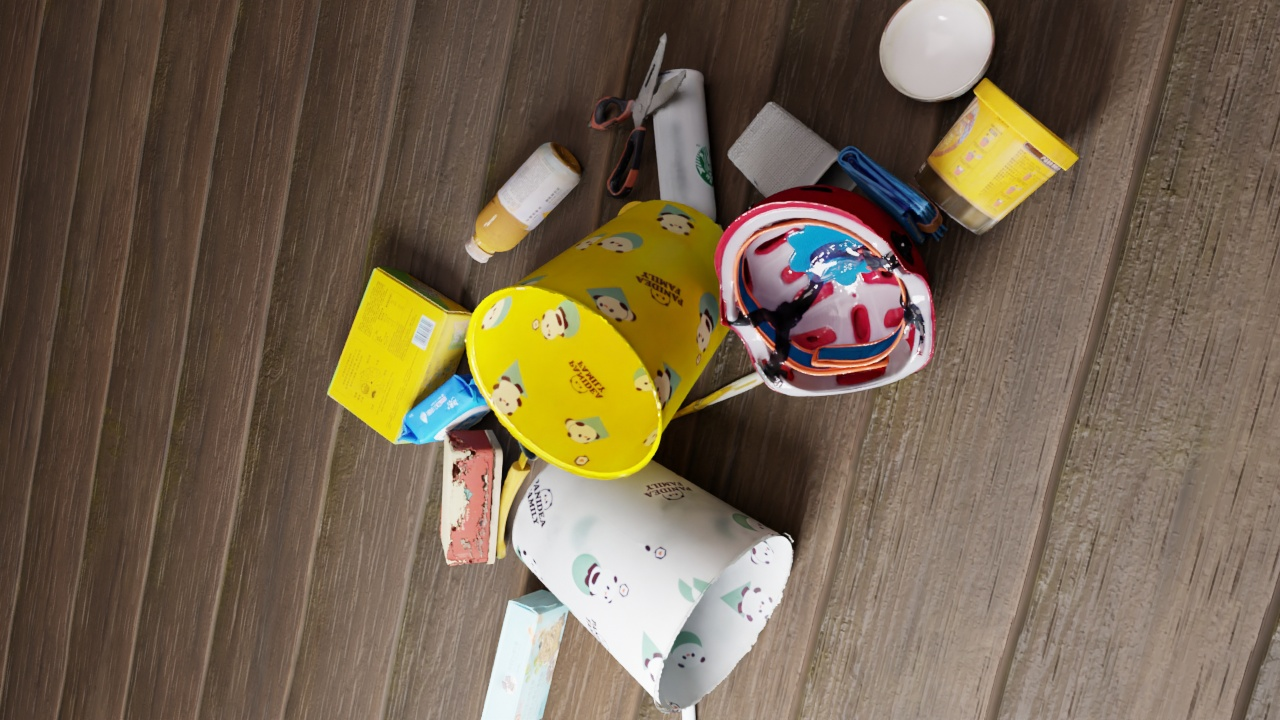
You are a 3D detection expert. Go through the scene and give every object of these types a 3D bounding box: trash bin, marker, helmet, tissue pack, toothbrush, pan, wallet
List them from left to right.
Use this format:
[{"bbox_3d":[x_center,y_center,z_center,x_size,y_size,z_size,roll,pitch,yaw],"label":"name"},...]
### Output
[{"bbox_3d":[-0.253,0.068,1.249,0.157,0.094,0.052,-36,77,24],"label":"tissue pack"},{"bbox_3d":[-0.152,0.099,1.175,0.197,0.078,0.358,-131,39,-58],"label":"pan"},{"bbox_3d":[-0.019,-0.039,0.995,0.230,0.254,0.230,20,132,23],"label":"trash bin"},{"bbox_3d":[0.005,0.225,1.039,0.252,0.229,0.230,32,104,32],"label":"trash bin"},{"bbox_3d":[0.056,0.413,1.114,0.023,0.018,0.130,-5,87,16],"label":"marker"},{"bbox_3d":[0.073,0.052,1.109,0.192,0.018,0.016,-26,78,26],"label":"toothbrush"},{"bbox_3d":[0.191,-0.089,0.950,0.207,0.143,0.240,-17,118,33],"label":"helmet"},{"bbox_3d":[0.261,-0.168,0.942,0.106,0.133,0.040,45,105,23],"label":"wallet"}]

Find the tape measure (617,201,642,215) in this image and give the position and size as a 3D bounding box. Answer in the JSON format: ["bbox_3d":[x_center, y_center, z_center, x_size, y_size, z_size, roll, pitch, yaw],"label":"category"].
[{"bbox_3d":[-0.001,-0.170,1.148,0.060,0.028,0.057,-34,74,25],"label":"tape measure"}]

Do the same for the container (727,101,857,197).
[{"bbox_3d":[0.169,-0.218,1.022,0.090,0.090,0.114,-49,64,19],"label":"container"}]

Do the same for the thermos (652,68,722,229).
[{"bbox_3d":[0.056,-0.228,1.096,0.073,0.073,0.224,-7,86,29],"label":"thermos"}]

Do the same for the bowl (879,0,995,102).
[{"bbox_3d":[0.313,-0.321,0.955,0.114,0.062,0.113,0,90,31],"label":"bowl"}]

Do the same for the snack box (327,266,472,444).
[{"bbox_3d":[-0.343,-0.007,1.314,0.158,0.070,0.210,30,104,26],"label":"snack box"}]

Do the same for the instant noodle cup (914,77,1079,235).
[{"bbox_3d":[0.346,-0.196,0.910,0.118,0.118,0.115,50,119,20],"label":"instant noodle cup"}]

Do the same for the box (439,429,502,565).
[{"bbox_3d":[-0.233,0.181,1.209,0.091,0.080,0.168,-138,51,-64],"label":"box"}]

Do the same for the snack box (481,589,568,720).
[{"bbox_3d":[-0.149,0.392,1.197,0.052,0.074,0.175,17,98,27],"label":"snack box"}]

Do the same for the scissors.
[{"bbox_3d":[-0.009,-0.291,1.113,0.227,0.015,0.189,18,111,55],"label":"scissors"}]

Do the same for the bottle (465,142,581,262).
[{"bbox_3d":[-0.160,-0.204,1.215,0.190,0.068,0.068,-41,71,22],"label":"bottle"}]
